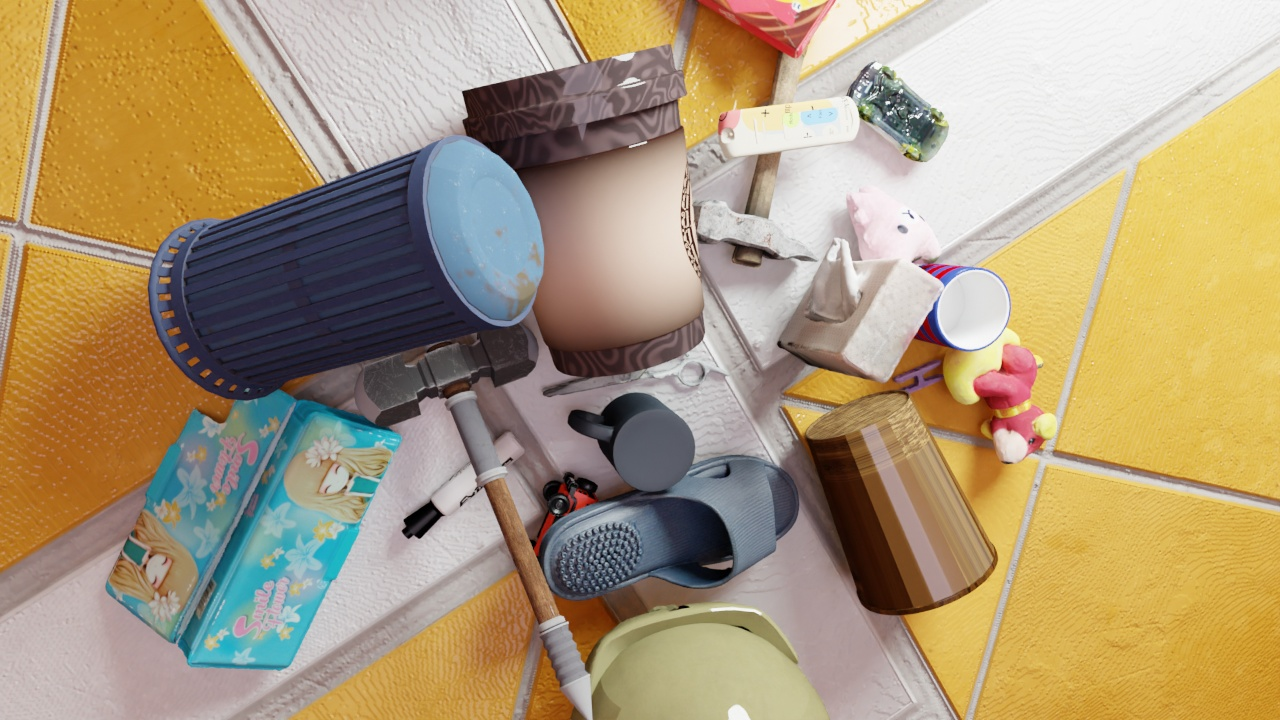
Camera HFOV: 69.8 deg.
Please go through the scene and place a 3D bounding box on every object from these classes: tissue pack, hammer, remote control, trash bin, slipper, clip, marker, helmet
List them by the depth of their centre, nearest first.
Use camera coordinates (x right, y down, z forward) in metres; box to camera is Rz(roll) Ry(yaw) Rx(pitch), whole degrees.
[{"bbox_3d":[-0.199,-0.063,0.643,0.250,0.139,0.139,-12,103,24],"label":"trash bin"},{"bbox_3d":[-0.103,0.126,0.720,0.156,0.043,0.322,-21,73,-16],"label":"hammer"},{"bbox_3d":[0.045,0.315,0.746,0.250,0.255,0.233,-8,102,-12],"label":"helmet"},{"bbox_3d":[0.170,-0.045,0.767,0.071,0.181,0.104,29,91,-7],"label":"tissue pack"},{"bbox_3d":[0.125,-0.196,0.772,0.125,0.018,0.038,-11,100,-15],"label":"remote control"},{"bbox_3d":[0.044,0.150,0.796,0.263,0.083,0.101,-10,102,-27],"label":"slipper"},{"bbox_3d":[-0.156,0.110,0.799,0.126,0.025,0.025,-40,105,-4],"label":"marker"},{"bbox_3d":[0.127,-0.239,0.799,0.121,0.049,0.319,11,95,-17],"label":"hammer"},{"bbox_3d":[0.270,0.020,0.886,0.053,0.013,0.037,-7,99,-9],"label":"clip"}]

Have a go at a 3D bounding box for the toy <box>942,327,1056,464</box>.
[{"bbox_3d":[0.349,0.025,0.883,0.105,0.067,0.137,-29,94,-14],"label":"toy"}]

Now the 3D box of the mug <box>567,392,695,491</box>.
[{"bbox_3d":[-0.012,0.065,0.796,0.105,0.077,0.071,17,94,-15],"label":"mug"}]

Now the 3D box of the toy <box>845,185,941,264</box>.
[{"bbox_3d":[0.223,-0.118,0.830,0.098,0.053,0.096,-28,82,-41],"label":"toy"}]

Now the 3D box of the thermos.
[{"bbox_3d":[-0.032,-0.115,0.723,0.172,0.172,0.226,-16,109,-10],"label":"thermos"}]

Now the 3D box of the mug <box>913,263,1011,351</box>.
[{"bbox_3d":[0.267,-0.052,0.840,0.112,0.076,0.075,7,97,-13],"label":"mug"}]

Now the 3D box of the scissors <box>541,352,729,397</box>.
[{"bbox_3d":[-0.002,0.020,0.824,0.171,0.014,0.090,-33,103,-8],"label":"scissors"}]

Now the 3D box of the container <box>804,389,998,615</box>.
[{"bbox_3d":[0.230,0.123,0.839,0.132,0.132,0.167,-26,98,-8],"label":"container"}]

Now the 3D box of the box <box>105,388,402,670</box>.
[{"bbox_3d":[-0.316,0.131,0.743,0.172,0.083,0.227,27,92,-15],"label":"box"}]

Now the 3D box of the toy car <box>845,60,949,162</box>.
[{"bbox_3d":[0.229,-0.222,0.828,0.105,0.033,0.048,32,89,-19],"label":"toy car"}]

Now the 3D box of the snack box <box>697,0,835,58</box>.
[{"bbox_3d":[0.099,-0.323,0.763,0.133,0.021,0.089,34,91,8],"label":"snack box"}]

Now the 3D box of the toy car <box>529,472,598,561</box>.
[{"bbox_3d":[-0.071,0.150,0.810,0.049,0.051,0.100,22,93,-13],"label":"toy car"}]
